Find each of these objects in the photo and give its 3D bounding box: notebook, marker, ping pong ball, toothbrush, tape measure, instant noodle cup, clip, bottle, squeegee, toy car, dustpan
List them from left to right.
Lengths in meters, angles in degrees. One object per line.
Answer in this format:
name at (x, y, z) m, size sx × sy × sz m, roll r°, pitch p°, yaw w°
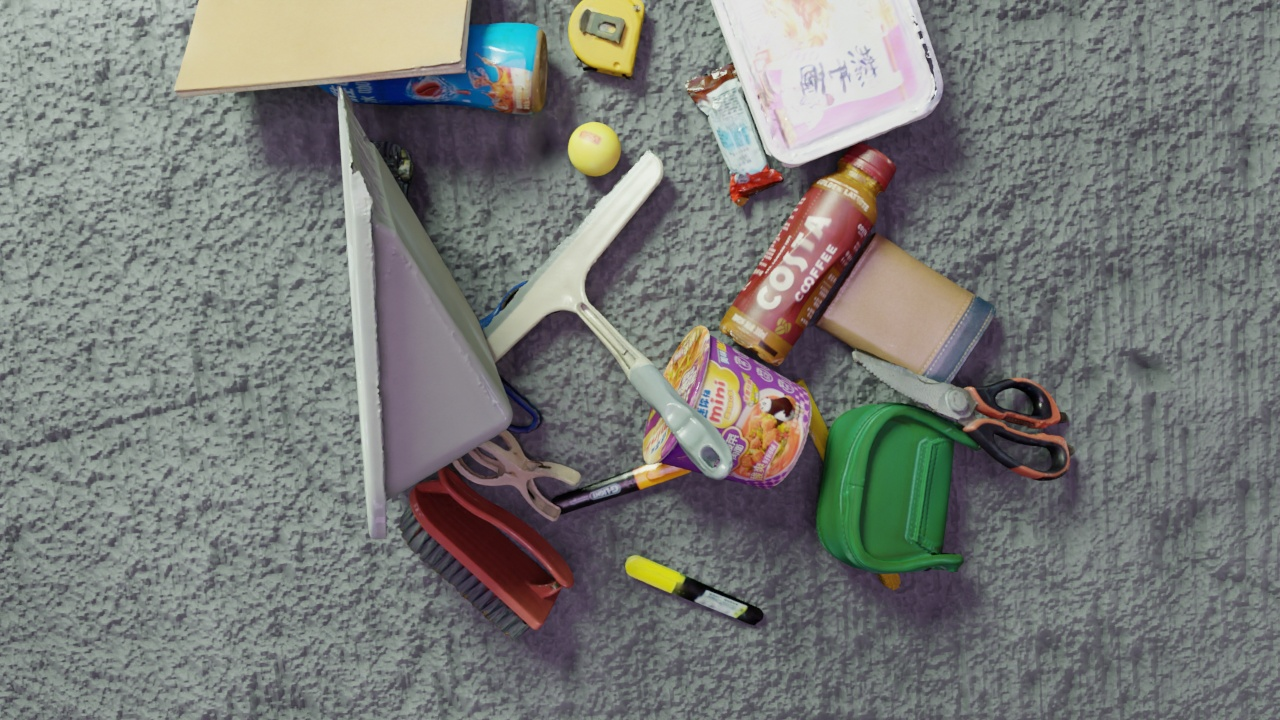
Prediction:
notebook at (-0.220, -0.259, 0.656) m, size 0.211 × 0.012 × 0.149 m, roll -2°, pitch 67°, yaw 9°
dustpan at (-0.188, -0.015, 0.617) m, size 0.142 × 0.222 × 0.258 m, roll -30°, pitch 122°, yaw -3°
toy car at (-0.201, -0.116, 0.711) m, size 0.049 × 0.031 × 0.105 m, roll 4°, pitch 100°, yaw -1°
bottle at (-0.180, -0.223, 0.682) m, size 0.219 × 0.065 × 0.065 m, roll 5°, pitch 97°, yaw 0°
clip at (-0.100, 0.086, 0.729) m, size 0.101 × 0.034 × 0.076 m, roll 27°, pitch 116°, yaw -1°
ping pong ball at (-0.035, -0.161, 0.700) m, size 0.040 × 0.040 × 0.040 m, roll 0°, pitch 97°, yaw 0°
tape measure at (-0.026, -0.249, 0.696) m, size 0.057 × 0.029 × 0.060 m, roll 12°, pitch 96°, yaw 0°
marker at (-0.015, 0.101, 0.745) m, size 0.124 × 0.015 × 0.018 m, roll -19°, pitch 90°, yaw 5°
squeegee at (-0.004, 0.004, 0.655) m, size 0.246 × 0.039 × 0.246 m, roll -47°, pitch 52°, yaw 6°
marker at (0.045, 0.190, 0.757) m, size 0.124 × 0.015 × 0.018 m, roll 24°, pitch 97°, yaw -5°
instant noodle cup at (0.068, 0.042, 0.695) m, size 0.099 × 0.111 × 0.111 m, roll 22°, pitch 96°, yaw -10°
bottle at (0.130, -0.082, 0.700) m, size 0.057 × 0.057 × 0.175 m, roll 32°, pitch 96°, yaw -3°
instant noodle cup at (0.131, -0.242, 0.680) m, size 0.138 × 0.060 × 0.173 m, roll -21°, pitch 98°, yaw 3°
toothbrush at (0.166, 0.102, 0.743) m, size 0.016 × 0.016 × 0.190 m, roll -26°, pitch 96°, yaw 2°

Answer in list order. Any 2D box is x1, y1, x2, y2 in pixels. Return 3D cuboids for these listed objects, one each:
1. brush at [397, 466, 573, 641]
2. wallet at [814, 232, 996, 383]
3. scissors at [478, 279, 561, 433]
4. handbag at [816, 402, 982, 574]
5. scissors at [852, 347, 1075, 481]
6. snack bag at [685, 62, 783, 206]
brush at (-0.123, 0.147, 0.728) m, size 0.146 × 0.063 × 0.069 m, roll 42°, pitch 107°, yaw -3°
wallet at (0.207, -0.034, 0.720) m, size 0.115 × 0.033 × 0.090 m, roll 32°, pitch 93°, yaw -3°
scissors at (-0.131, -0.012, 0.734) m, size 0.176 × 0.012 × 0.162 m, roll -26°, pitch 95°, yaw 5°
handbag at (0.202, 0.100, 0.707) m, size 0.120 × 0.068 × 0.131 m, roll 8°, pitch 87°, yaw -13°
scissors at (0.247, 0.022, 0.695) m, size 0.176 × 0.015 × 0.210 m, roll -39°, pitch 96°, yaw -31°
snack bag at (0.073, -0.174, 0.705) m, size 0.045 × 0.026 × 0.105 m, roll -21°, pitch 95°, yaw 12°
